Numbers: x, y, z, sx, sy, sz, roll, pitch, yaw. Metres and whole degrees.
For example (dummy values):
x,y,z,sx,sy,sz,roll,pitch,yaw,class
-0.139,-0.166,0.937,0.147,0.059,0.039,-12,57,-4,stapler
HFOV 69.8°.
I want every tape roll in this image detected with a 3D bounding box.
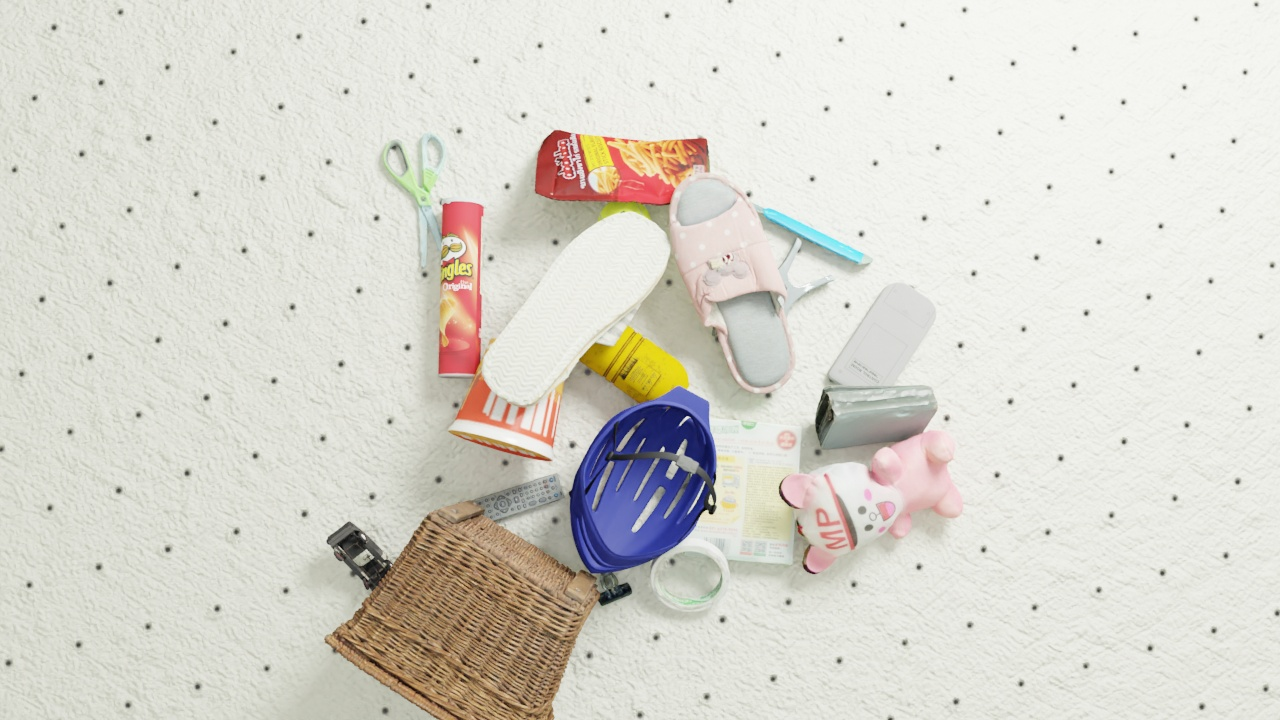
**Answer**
x,y,z,sx,sy,sz,roll,pitch,yaw,class
0.058,0.255,1.090,0.094,0.018,0.094,0,110,0,tape roll

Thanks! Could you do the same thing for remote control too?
x,y,z,sx,sy,sz,roll,pitch,yaw,class
-0.162,0.172,1.110,0.136,0.013,0.033,-18,86,-3,remote control
0.301,-0.022,1.135,0.074,0.019,0.151,34,86,1,remote control

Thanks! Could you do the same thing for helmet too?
x,y,z,sx,sy,sz,roll,pitch,yaw,class
0.006,0.145,1.009,0.148,0.228,0.241,28,90,-7,helmet

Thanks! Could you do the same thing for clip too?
x,y,z,sx,sy,sz,roll,pitch,yaw,class
0.147,-0.087,1.132,0.163,0.028,0.115,-41,89,-5,clip

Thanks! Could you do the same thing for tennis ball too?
x,y,z,sx,sy,sz,roll,pitch,yaw,class
-0.019,-0.165,1.114,0.065,0.065,0.065,0,85,-2,tennis ball

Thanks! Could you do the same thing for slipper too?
x,y,z,sx,sy,sz,roll,pitch,yaw,class
0.113,-0.087,1.073,0.114,0.054,0.274,-24,101,-4,slipper
-0.071,-0.058,1.039,0.114,0.054,0.272,42,73,2,slipper

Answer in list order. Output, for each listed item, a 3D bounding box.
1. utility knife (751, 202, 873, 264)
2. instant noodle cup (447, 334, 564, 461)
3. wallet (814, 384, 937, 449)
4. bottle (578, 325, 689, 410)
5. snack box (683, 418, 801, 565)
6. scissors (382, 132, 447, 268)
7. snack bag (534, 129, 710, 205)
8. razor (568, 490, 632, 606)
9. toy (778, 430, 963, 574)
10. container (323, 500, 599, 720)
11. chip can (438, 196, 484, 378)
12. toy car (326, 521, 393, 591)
x,y,z,sx,sy,sz,roll,pitch,yaw,class
0.205,-0.161,1.144,0.185,0.031,0.015,28,125,2,utility knife
-0.146,0.042,1.073,0.123,0.123,0.121,15,77,0,instant noodle cup
0.277,0.065,1.089,0.131,0.100,0.054,-1,63,-2,wallet
-0.007,0.006,1.099,0.164,0.071,0.071,35,85,1,bottle
0.124,0.158,1.112,0.132,0.027,0.168,5,85,-1,snack box
-0.277,-0.196,1.138,0.093,0.032,0.175,-3,82,-5,scissors
-0.022,-0.229,1.110,0.208,0.067,0.138,1,48,-3,snack bag
-0.055,0.222,1.105,0.043,0.022,0.144,-22,86,-4,razor
0.273,0.160,1.082,0.213,0.084,0.142,-23,121,-6,toy
-0.176,0.281,1.014,0.250,0.162,0.183,29,89,7,container
-0.217,-0.086,1.110,0.052,0.052,0.214,1,86,-2,chip can
-0.328,0.231,1.084,0.040,0.037,0.092,-37,113,-5,toy car
